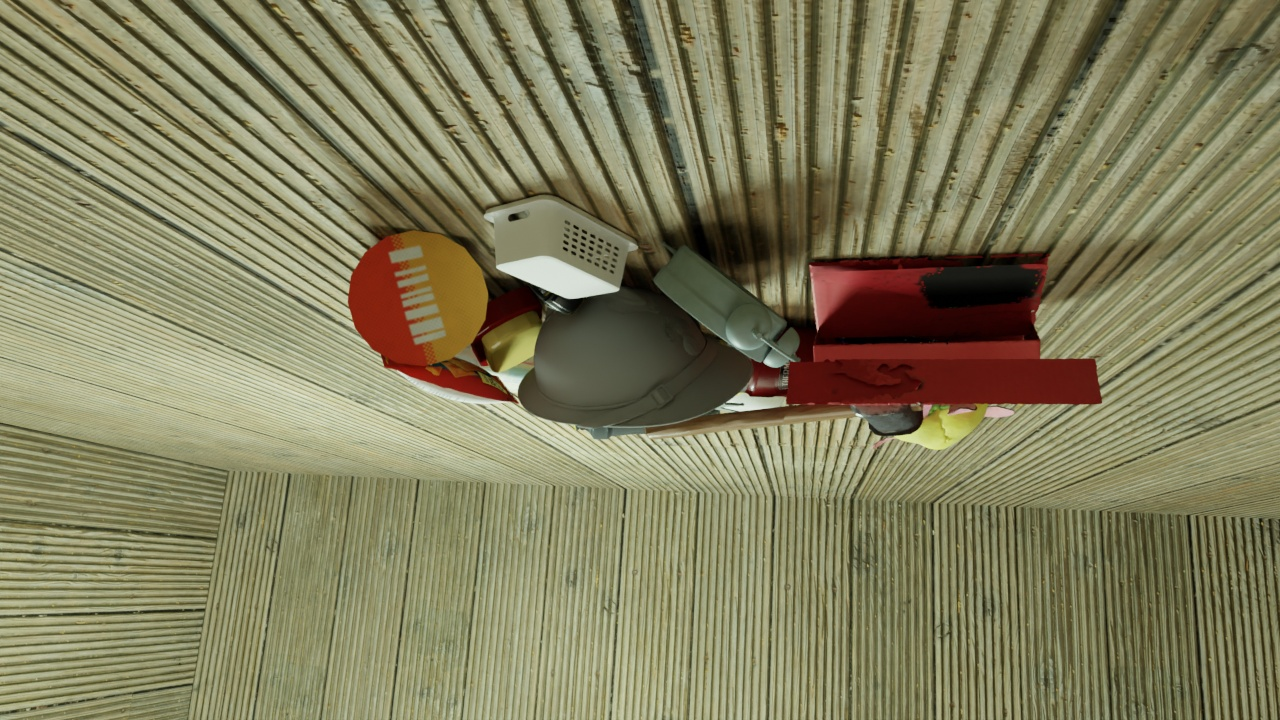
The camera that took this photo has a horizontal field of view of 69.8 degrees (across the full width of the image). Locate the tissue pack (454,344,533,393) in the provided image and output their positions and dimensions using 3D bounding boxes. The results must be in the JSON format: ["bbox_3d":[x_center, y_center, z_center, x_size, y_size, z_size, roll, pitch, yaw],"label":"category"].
[{"bbox_3d":[-0.194,-0.005,1.175,0.181,0.070,0.112,11,165,-20],"label":"tissue pack"}]

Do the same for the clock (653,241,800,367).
[{"bbox_3d":[0.080,-0.045,0.814,0.159,0.045,0.122,43,-170,37],"label":"clock"}]

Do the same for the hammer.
[{"bbox_3d":[0.154,0.064,1.050,0.329,0.052,0.098,-8,158,26],"label":"hammer"}]

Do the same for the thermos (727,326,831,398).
[{"bbox_3d":[0.203,0.001,1.079,0.198,0.084,0.108,3,-167,-5],"label":"thermos"}]

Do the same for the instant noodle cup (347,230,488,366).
[{"bbox_3d":[-0.217,-0.052,0.899,0.123,0.123,0.121,7,174,-13],"label":"instant noodle cup"}]

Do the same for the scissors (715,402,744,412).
[{"bbox_3d":[0.036,0.052,1.173,0.204,0.015,0.202,20,161,-39],"label":"scissors"}]

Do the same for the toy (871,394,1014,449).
[{"bbox_3d":[0.396,0.073,1.227,0.190,0.087,0.238,-20,166,12],"label":"toy"}]

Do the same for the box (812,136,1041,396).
[{"bbox_3d":[0.310,-0.127,1.023,0.214,0.477,0.171,-1,143,17],"label":"box"}]

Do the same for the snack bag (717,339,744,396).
[{"bbox_3d":[0.042,0.022,1.222,0.159,0.068,0.248,8,166,-21],"label":"snack bag"}]

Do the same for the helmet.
[{"bbox_3d":[-0.024,-0.026,0.938,0.272,0.118,0.182,2,-149,34],"label":"helmet"}]

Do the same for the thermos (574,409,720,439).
[{"bbox_3d":[0.008,0.072,1.410,0.221,0.098,0.098,-1,167,-4],"label":"thermos"}]

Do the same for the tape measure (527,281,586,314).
[{"bbox_3d":[-0.083,-0.071,0.893,0.061,0.034,0.061,23,-158,-53],"label":"tape measure"}]

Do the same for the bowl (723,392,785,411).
[{"bbox_3d":[0.162,0.051,1.346,0.115,0.050,0.115,4,167,1],"label":"bowl"}]

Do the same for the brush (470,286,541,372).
[{"bbox_3d":[-0.149,-0.029,1.038,0.082,0.042,0.174,-28,171,-12],"label":"brush"}]

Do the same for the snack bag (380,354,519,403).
[{"bbox_3d":[-0.214,0.015,1.003,0.144,0.039,0.131,17,-174,-22],"label":"snack bag"}]

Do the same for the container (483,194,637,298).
[{"bbox_3d":[-0.069,-0.094,0.807,0.081,0.049,0.129,-6,163,36],"label":"container"}]

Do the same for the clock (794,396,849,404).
[{"bbox_3d":[0.242,0.019,1.186,0.083,0.057,0.119,10,159,-24],"label":"clock"}]
